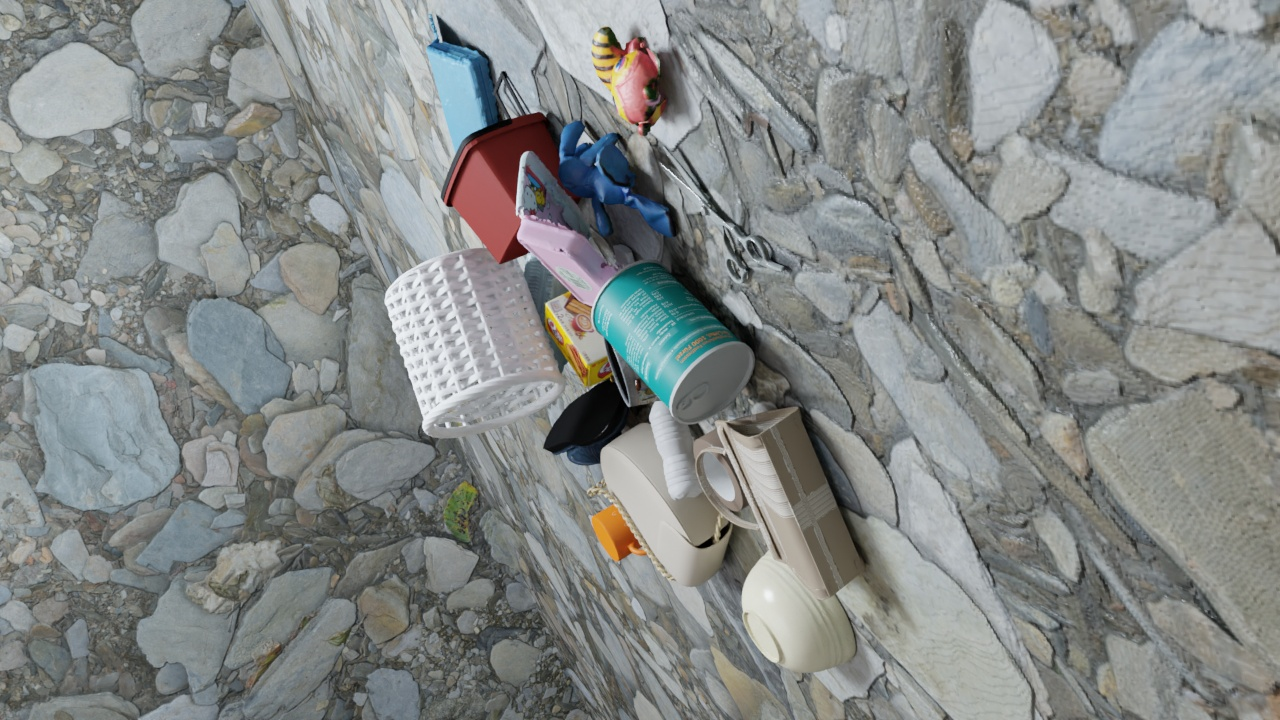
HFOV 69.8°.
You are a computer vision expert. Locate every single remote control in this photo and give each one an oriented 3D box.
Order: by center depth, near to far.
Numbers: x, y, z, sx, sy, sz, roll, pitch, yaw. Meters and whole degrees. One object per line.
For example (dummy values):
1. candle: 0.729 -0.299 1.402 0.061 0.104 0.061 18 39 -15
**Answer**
1. remote control: -0.006 -0.074 1.068 0.033 0.012 0.131 40 151 51

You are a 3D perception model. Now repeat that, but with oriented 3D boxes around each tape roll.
1. tape roll: 0.099 0.124 1.045 0.093 0.030 0.094 50 158 29

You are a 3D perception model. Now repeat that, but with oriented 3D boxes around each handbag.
1. handbag: 0.117 0.137 0.944 0.198 0.062 0.175 -3 114 62
2. handbag: 0.026 0.192 1.215 0.208 0.103 0.211 48 158 24

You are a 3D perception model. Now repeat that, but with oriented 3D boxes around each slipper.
1. slipper: -0.116 -0.073 1.263 0.104 0.074 0.246 48 141 39
2. slipper: -0.058 0.101 1.332 0.083 0.108 0.266 33 157 -14

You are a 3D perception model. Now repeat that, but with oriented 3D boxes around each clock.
1. clock: -0.006 0.006 1.068 0.148 0.056 0.104 112 138 -76

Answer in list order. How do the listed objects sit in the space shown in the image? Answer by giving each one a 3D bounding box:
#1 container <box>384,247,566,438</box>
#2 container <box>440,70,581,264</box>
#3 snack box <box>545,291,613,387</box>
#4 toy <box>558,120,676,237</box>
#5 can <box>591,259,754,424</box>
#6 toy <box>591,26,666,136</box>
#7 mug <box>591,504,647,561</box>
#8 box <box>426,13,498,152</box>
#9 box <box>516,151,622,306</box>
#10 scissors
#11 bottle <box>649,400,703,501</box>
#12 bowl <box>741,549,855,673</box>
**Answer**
1. container: -0.215 -0.020 1.192 0.190 0.189 0.186 119 132 -67
2. container: -0.168 -0.235 1.083 0.201 0.126 0.148 57 148 7
3. snack box: -0.059 -0.035 1.147 0.105 0.083 0.061 55 159 21
4. toy: -0.041 -0.190 0.925 0.176 0.071 0.113 44 165 41
5. can: 0.031 -0.020 0.920 0.144 0.099 0.099 48 156 34
6. toy: -0.008 -0.245 0.801 0.103 0.046 0.084 55 166 28
7. mug: -0.005 0.255 1.383 0.112 0.095 0.078 38 150 49
8. box: -0.244 -0.332 1.255 0.175 0.060 0.232 47 156 39
9. box: -0.064 -0.132 0.976 0.111 0.101 0.201 17 170 20
10. scissors: 0.069 -0.130 0.807 0.153 0.014 0.131 62 161 -12
11. bottle: 0.041 0.099 1.108 0.044 0.044 0.136 124 133 -68
12. bowl: 0.166 0.295 1.045 0.150 0.075 0.151 50 158 28
